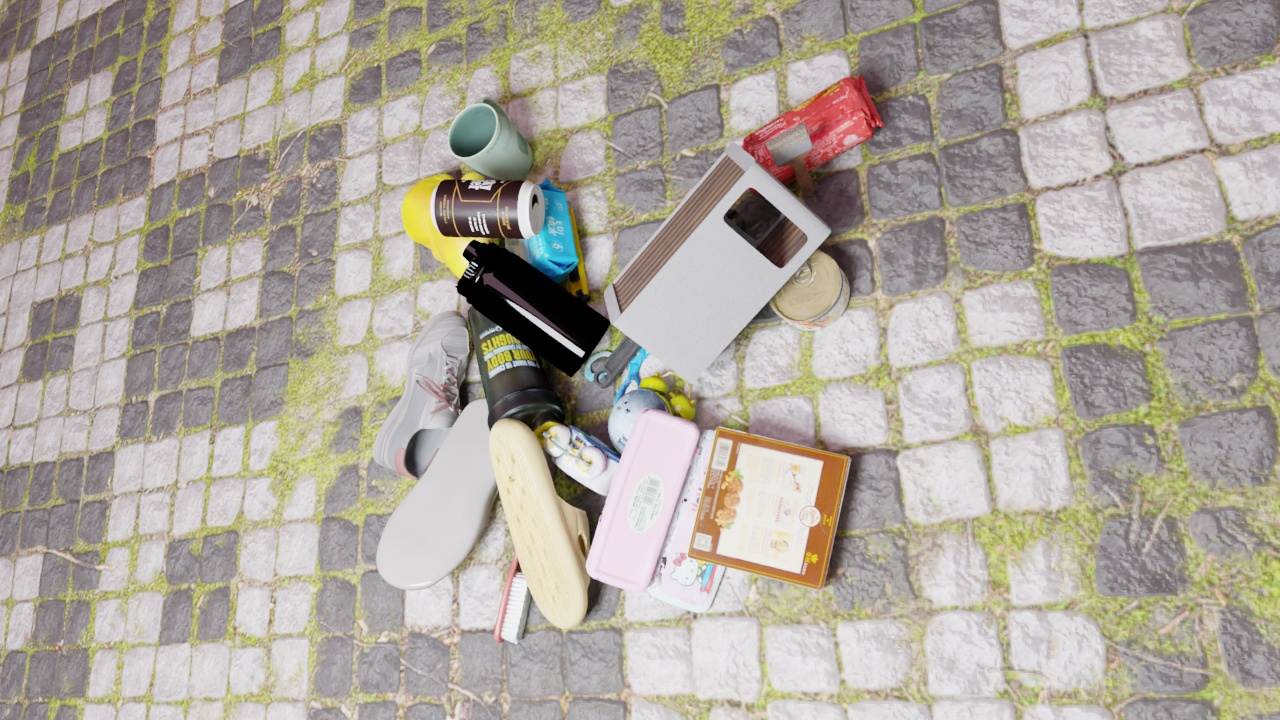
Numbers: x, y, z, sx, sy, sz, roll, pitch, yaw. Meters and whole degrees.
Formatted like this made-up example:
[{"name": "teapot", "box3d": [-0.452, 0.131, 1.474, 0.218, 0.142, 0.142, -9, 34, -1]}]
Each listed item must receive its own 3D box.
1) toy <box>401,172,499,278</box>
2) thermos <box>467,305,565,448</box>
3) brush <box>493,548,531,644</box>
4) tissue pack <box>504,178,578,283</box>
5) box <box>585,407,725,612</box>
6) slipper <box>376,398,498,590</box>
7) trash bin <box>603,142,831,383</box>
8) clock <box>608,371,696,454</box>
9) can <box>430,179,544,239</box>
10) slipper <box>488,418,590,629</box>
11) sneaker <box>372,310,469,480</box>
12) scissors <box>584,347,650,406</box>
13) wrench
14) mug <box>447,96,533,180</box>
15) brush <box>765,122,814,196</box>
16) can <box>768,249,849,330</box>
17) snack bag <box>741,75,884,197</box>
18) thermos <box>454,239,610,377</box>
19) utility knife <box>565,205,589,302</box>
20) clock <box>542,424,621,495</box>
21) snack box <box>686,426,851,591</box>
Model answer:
[{"name": "toy", "box3d": [-0.255, -0.194, 1.255, 0.194, 0.087, 0.134, 34, 105, 44]}, {"name": "thermos", "box3d": [-0.164, 0.021, 1.167, 0.098, 0.098, 0.220, -35, 55, 16]}, {"name": "brush", "box3d": [-0.147, 0.262, 1.132, 0.030, 0.041, 0.172, 7, 77, 12]}, {"name": "tissue pack", "box3d": [-0.131, -0.154, 1.208, 0.093, 0.061, 0.144, -35, 57, 45]}, {"name": "box", "box3d": [0.038, 0.166, 1.020, 0.153, 0.037, 0.201, 19, 87, 0]}, {"name": "slipper", "box3d": [-0.236, 0.177, 1.189, 0.113, 0.081, 0.265, 22, 72, 11]}, {"name": "trash bin", "box3d": [0.080, -0.109, 1.025, 0.229, 0.114, 0.114, -48, 20, 13]}, {"name": "clock", "box3d": [0.016, 0.067, 1.081, 0.083, 0.057, 0.119, 36, 95, 32]}, {"name": "can", "box3d": [-0.190, -0.188, 1.140, 0.129, 0.072, 0.071, 3, 77, 12]}, {"name": "slipper", "box3d": [-0.102, 0.185, 1.077, 0.111, 0.079, 0.261, -8, 102, 55]}, {"name": "sneaker", "box3d": [-0.270, 0.054, 1.221, 0.089, 0.099, 0.236, 28, 98, 32]}, {"name": "scissors", "box3d": [-0.004, 0.006, 1.136, 0.140, 0.013, 0.117, -32, 61, 16]}, {"name": "wrench", "box3d": [0.032, -0.075, 1.127, 0.073, 0.018, 0.273, 41, 94, 30]}, {"name": "mug", "box3d": [-0.203, -0.310, 1.277, 0.084, 0.104, 0.111, -14, 71, 25]}, {"name": "brush", "box3d": [0.175, -0.215, 1.020, 0.045, 0.143, 0.008, -26, 66, 11]}, {"name": "can", "box3d": [0.189, -0.079, 1.034, 0.086, 0.043, 0.086, -8, 73, 26]}, {"name": "snack bag", "box3d": [0.190, -0.256, 1.062, 0.177, 0.082, 0.082, -28, 65, 20]}, {"name": "thermos", "box3d": [-0.142, -0.071, 1.138, 0.198, 0.086, 0.086, 35, 95, 2]}, {"name": "utility knife", "box3d": [-0.093, -0.144, 1.225, 0.030, 0.017, 0.159, -17, 65, 14]}, {"name": "clock", "box3d": [-0.066, 0.113, 1.074, 0.089, 0.125, 0.052, 32, 86, 33]}, {"name": "snack box", "box3d": [0.136, 0.156, 0.974, 0.147, 0.041, 0.143, 12, 83, 10]}]
